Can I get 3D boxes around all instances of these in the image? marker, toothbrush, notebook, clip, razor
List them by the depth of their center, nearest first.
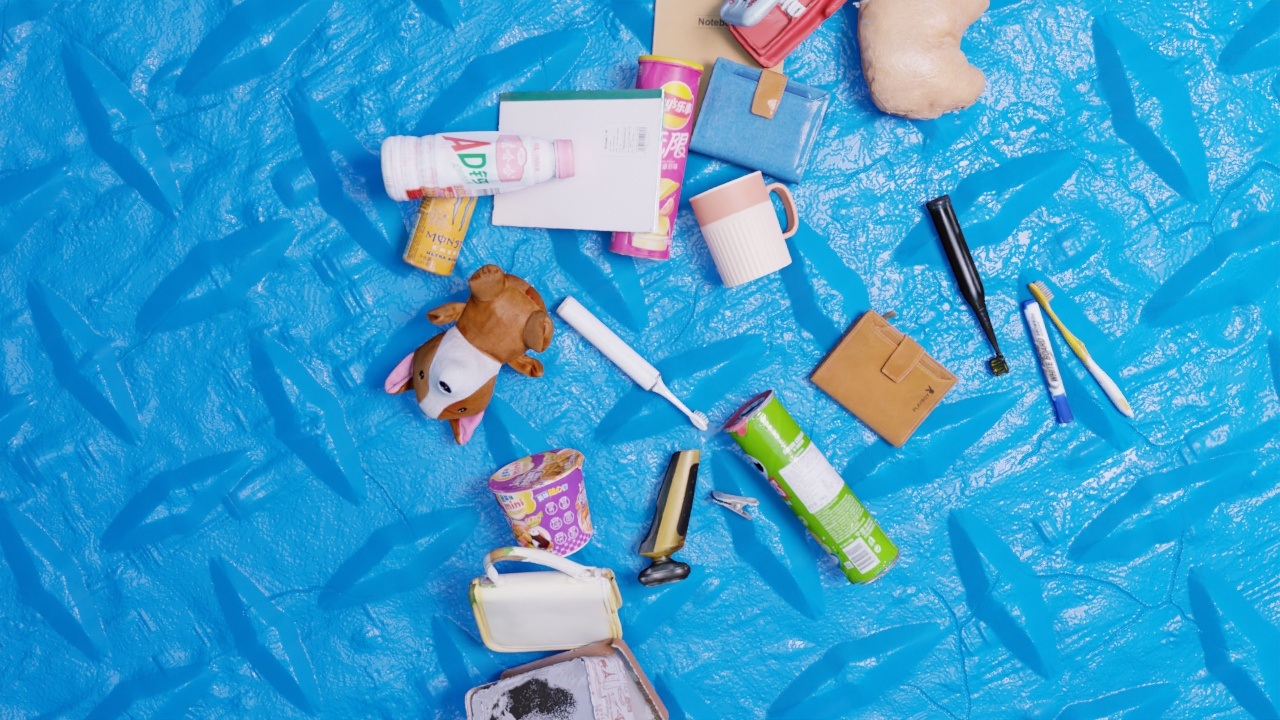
[{"bbox_3d":[-0.071,-0.218,0.999,0.209,0.012,0.150,8,98,28],"label":"notebook"},{"bbox_3d":[0.086,-0.341,1.019,0.148,0.008,0.208,4,97,3],"label":"notebook"},{"bbox_3d":[0.368,-0.081,1.023,0.027,0.026,0.212,-23,95,-7],"label":"toothbrush"},{"bbox_3d":[0.497,-0.013,1.028,0.018,0.016,0.191,-38,92,-2],"label":"toothbrush"},{"bbox_3d":[0.458,0.001,1.031,0.017,0.017,0.146,-19,95,6],"label":"marker"},{"bbox_3d":[-0.006,0.006,1.056,0.221,0.026,0.027,41,136,-1],"label":"toothbrush"},{"bbox_3d":[0.040,0.182,1.063,0.068,0.062,0.167,15,93,34],"label":"razor"},{"bbox_3d":[0.109,0.164,1.069,0.057,0.024,0.028,20,101,-2],"label":"clip"}]

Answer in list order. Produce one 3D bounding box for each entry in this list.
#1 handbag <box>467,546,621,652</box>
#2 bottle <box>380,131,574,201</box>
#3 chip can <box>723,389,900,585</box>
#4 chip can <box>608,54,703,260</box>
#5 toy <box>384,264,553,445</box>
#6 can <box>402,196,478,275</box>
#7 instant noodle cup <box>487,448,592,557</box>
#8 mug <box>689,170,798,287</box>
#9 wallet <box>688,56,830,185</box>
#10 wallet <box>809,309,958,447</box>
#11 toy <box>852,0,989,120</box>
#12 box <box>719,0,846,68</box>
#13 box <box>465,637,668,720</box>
[{"bbox_3d":[-0.108,0.257,1.034,0.163,0.063,0.179,-4,134,3],"label":"handbag"},{"bbox_3d":[-0.169,-0.208,0.967,0.197,0.068,0.068,-5,96,-4],"label":"bottle"},{"bbox_3d":[0.193,0.145,1.037,0.072,0.072,0.236,-39,93,7],"label":"chip can"},{"bbox_3d":[0.015,-0.218,0.999,0.071,0.071,0.211,10,101,2],"label":"chip can"},{"bbox_3d":[-0.186,-0.004,1.026,0.140,0.130,0.200,44,107,-8],"label":"toy"},{"bbox_3d":[-0.218,-0.171,1.033,0.058,0.058,0.146,21,98,1],"label":"can"},{"bbox_3d":[-0.107,0.167,1.046,0.111,0.111,0.099,-14,102,5],"label":"instant noodle cup"},{"bbox_3d":[0.123,-0.148,1.010,0.114,0.082,0.106,-24,97,-24],"label":"mug"},{"bbox_3d":[0.130,-0.262,1.003,0.133,0.040,0.106,19,102,1],"label":"wallet"},{"bbox_3d":[0.279,0.015,1.039,0.130,0.035,0.119,38,103,-2],"label":"wallet"},{"bbox_3d":[0.297,-0.370,0.970,0.143,0.082,0.226,0,95,-12],"label":"toy"},{"bbox_3d":[0.179,-0.408,0.952,0.201,0.099,0.095,-44,95,4],"label":"box"},{"bbox_3d":[-0.079,0.411,1.053,0.182,0.168,0.150,-24,63,25],"label":"box"}]
